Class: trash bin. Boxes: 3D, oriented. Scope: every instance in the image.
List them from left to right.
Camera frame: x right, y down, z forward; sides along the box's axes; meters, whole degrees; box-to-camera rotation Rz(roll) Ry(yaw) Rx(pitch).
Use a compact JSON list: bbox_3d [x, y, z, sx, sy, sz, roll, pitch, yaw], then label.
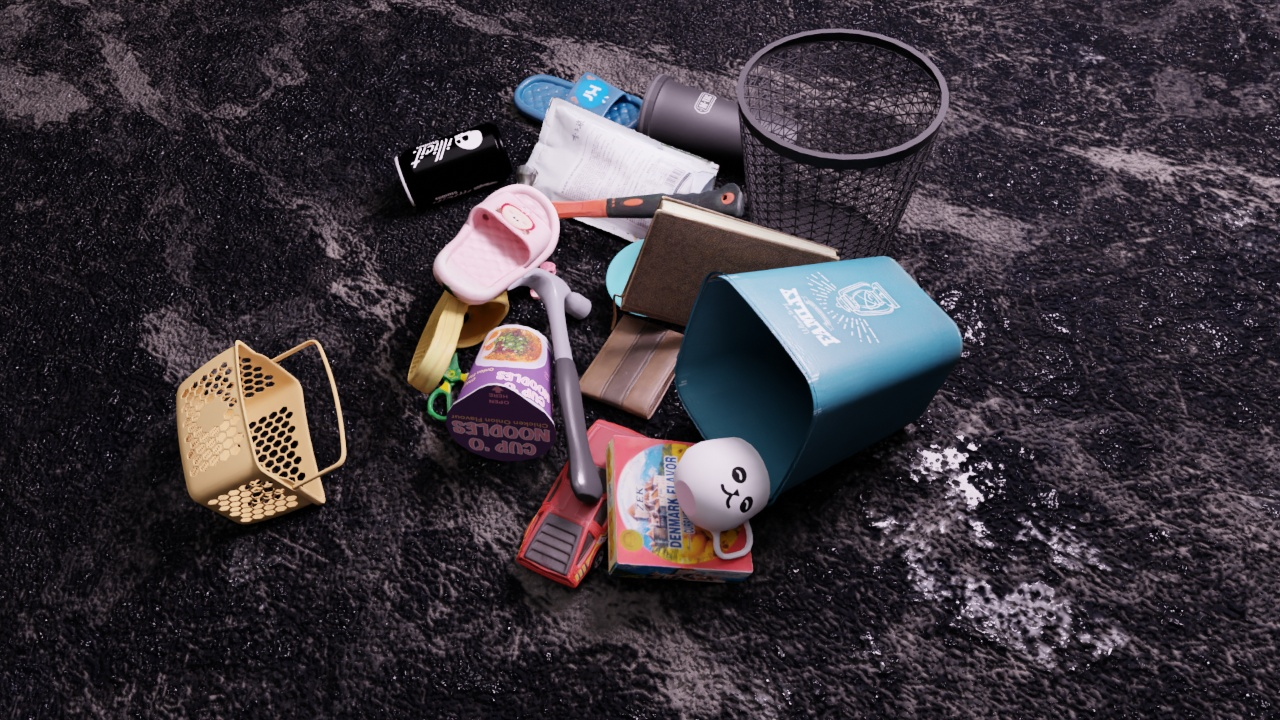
[{"bbox_3d":[0.186,0.004,0.951,0.218,0.200,0.196,-16,55,-27],"label":"trash bin"},{"bbox_3d":[0.216,-0.210,1.056,0.217,0.244,0.216,-2,53,2],"label":"trash bin"}]

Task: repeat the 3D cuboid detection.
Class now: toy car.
[{"bbox_3d":[-0.058,0.150,0.990,0.081,0.056,0.188,20,60,17],"label":"toy car"}]

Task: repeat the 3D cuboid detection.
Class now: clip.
[{"bbox_3d":[-0.127,-0.101,1.180,0.023,0.050,0.058,15,19,14],"label":"clip"}]

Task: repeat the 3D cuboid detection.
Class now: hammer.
[{"bbox_3d":[-0.085,0.019,1.024,0.030,0.125,0.310,-33,48,24],"label":"hammer"},{"bbox_3d":[-0.027,-0.194,1.161,0.334,0.033,0.133,1,70,26],"label":"hammer"}]

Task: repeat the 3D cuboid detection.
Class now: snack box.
[{"bbox_3d":[0.037,0.154,0.952,0.145,0.040,0.142,7,57,-14],"label":"snack box"}]

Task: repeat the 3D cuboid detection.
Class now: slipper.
[{"bbox_3d":[-0.209,-0.055,1.112,0.078,0.100,0.262,30,40,-18],"label":"slipper"},{"bbox_3d":[-0.166,-0.143,1.101,0.107,0.056,0.220,36,45,-3],"label":"slipper"},{"bbox_3d":[-0.092,-0.369,1.321,0.214,0.059,0.103,20,65,21],"label":"slipper"}]

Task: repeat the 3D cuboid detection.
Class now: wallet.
[{"bbox_3d":[-0.006,0.006,1.090,0.099,0.027,0.120,20,62,22],"label":"wallet"}]

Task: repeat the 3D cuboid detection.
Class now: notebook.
[{"bbox_3d":[0.088,-0.077,1.037,0.215,0.191,0.034,15,41,-11],"label":"notebook"}]

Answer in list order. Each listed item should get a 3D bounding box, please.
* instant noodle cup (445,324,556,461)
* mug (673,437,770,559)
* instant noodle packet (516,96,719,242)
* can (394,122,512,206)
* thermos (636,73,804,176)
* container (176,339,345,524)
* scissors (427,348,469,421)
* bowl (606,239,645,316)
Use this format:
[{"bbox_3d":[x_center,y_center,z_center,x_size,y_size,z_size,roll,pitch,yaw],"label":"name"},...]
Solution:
[{"bbox_3d":[-0.149,0.025,1.044,0.122,0.137,0.121,5,49,1],"label":"instant noodle cup"},{"bbox_3d":[0.079,0.139,0.905,0.076,0.090,0.124,-17,99,-26],"label":"mug"},{"bbox_3d":[-0.036,-0.243,1.227,0.269,0.057,0.147,26,93,23],"label":"instant noodle packet"},{"bbox_3d":[-0.256,-0.270,1.267,0.146,0.080,0.080,-20,57,-5],"label":"can"},{"bbox_3d":[0.104,-0.310,1.235,0.219,0.106,0.105,18,62,13],"label":"thermos"},{"bbox_3d":[-0.423,0.073,1.047,0.167,0.129,0.183,-26,57,2],"label":"container"},{"bbox_3d":[-0.222,0.017,1.121,0.117,0.012,0.129,-7,56,1],"label":"scissors"},{"bbox_3d":[0.021,-0.091,1.134,0.121,0.046,0.121,-4,57,6],"label":"bowl"}]
